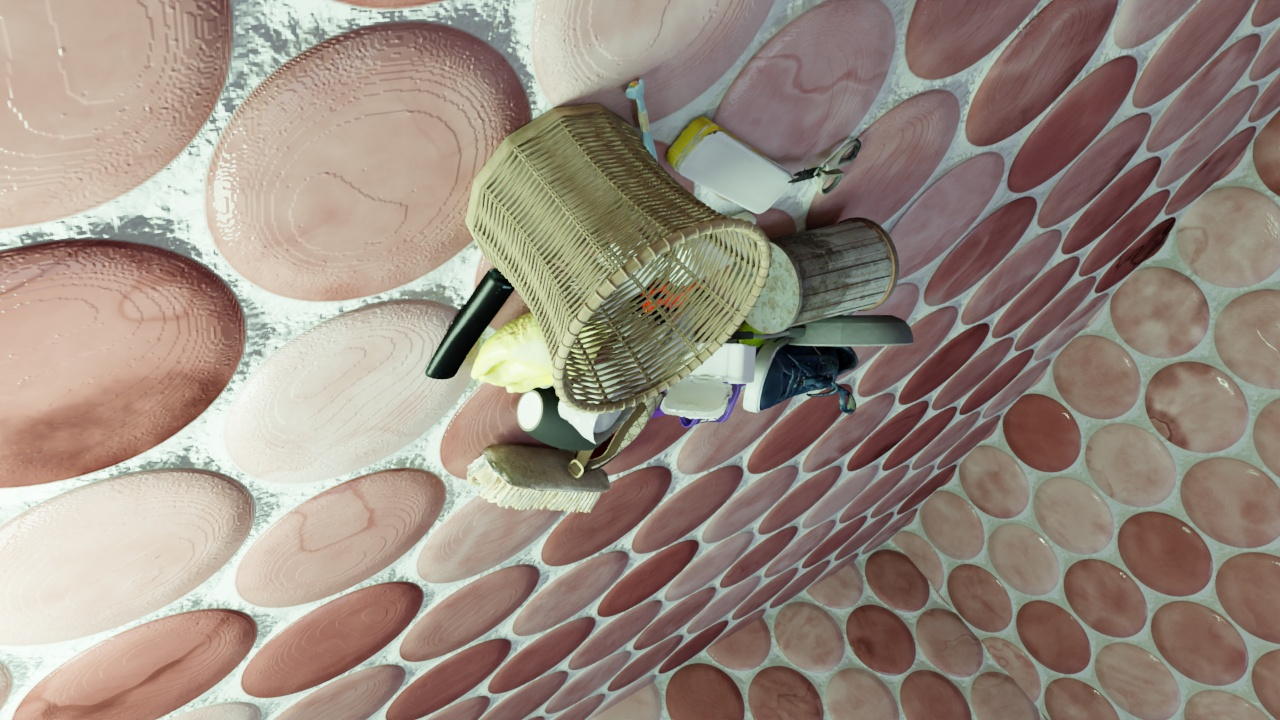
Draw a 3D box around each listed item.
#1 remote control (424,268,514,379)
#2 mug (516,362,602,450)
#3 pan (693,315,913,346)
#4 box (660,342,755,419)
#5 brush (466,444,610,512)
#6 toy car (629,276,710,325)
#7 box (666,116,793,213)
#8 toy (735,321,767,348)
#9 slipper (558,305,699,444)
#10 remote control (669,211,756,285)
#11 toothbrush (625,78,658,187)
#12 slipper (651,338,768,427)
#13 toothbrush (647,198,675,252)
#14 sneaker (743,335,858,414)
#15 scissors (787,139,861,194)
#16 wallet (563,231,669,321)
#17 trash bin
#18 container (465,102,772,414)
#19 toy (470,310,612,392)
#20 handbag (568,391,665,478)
[{"bbox_3d":[-0.176,-0.035,0.957,0.041,0.020,0.152,1,136,-50],"label":"remote control"},{"bbox_3d":[-0.095,0.052,1.147,0.100,0.085,0.119,12,96,-44],"label":"mug"},{"bbox_3d":[0.222,-0.042,1.294,0.356,0.041,0.179,-2,-177,-25],"label":"pan"},{"bbox_3d":[0.087,0.014,1.214,0.190,0.111,0.083,-42,129,-65],"label":"box"},{"bbox_3d":[-0.131,0.161,1.255,0.057,0.083,0.271,-47,153,15],"label":"brush"},{"bbox_3d":[0.035,-0.079,1.112,0.100,0.051,0.049,-23,118,-23],"label":"toy car"},{"bbox_3d":[0.103,-0.213,1.015,0.064,0.033,0.209,-47,152,20],"label":"box"},{"bbox_3d":[0.179,-0.053,1.360,0.094,0.036,0.094,-8,135,-52],"label":"toy"},{"bbox_3d":[-0.007,0.007,1.132,0.246,0.074,0.112,-43,163,-34],"label":"slipper"},{"bbox_3d":[0.088,-0.134,1.099,0.138,0.025,0.060,-28,144,-40],"label":"remote control"},{"bbox_3d":[0.005,-0.217,0.899,0.022,0.016,0.155,-43,156,-13],"label":"toothbrush"},{"bbox_3d":[0.124,0.044,1.387,0.265,0.084,0.107,-16,146,-37],"label":"slipper"},{"bbox_3d":[0.030,-0.145,1.046,0.016,0.016,0.167,-39,153,1],"label":"toothbrush"},{"bbox_3d":[0.260,0.027,1.415,0.293,0.127,0.121,-22,127,-52],"label":"sneaker"},{"bbox_3d":[0.218,-0.223,1.127,0.169,0.012,0.132,-41,161,-24],"label":"scissors"},{"bbox_3d":[-0.031,-0.097,1.034,0.116,0.032,0.086,-38,143,5],"label":"wallet"},{"bbox_3d":[0.239,-0.116,1.229,0.210,0.131,0.131,-15,146,-36],"label":"trash bin"},{"bbox_3d":[-0.029,-0.099,0.838,0.226,0.196,0.227,-30,153,-17],"label":"container"},{"bbox_3d":[-0.106,-0.010,1.037,0.155,0.064,0.170,-27,161,11],"label":"toy"},{"bbox_3d":[-0.041,0.090,1.246,0.167,0.063,0.138,-52,168,26],"label":"handbag"}]
